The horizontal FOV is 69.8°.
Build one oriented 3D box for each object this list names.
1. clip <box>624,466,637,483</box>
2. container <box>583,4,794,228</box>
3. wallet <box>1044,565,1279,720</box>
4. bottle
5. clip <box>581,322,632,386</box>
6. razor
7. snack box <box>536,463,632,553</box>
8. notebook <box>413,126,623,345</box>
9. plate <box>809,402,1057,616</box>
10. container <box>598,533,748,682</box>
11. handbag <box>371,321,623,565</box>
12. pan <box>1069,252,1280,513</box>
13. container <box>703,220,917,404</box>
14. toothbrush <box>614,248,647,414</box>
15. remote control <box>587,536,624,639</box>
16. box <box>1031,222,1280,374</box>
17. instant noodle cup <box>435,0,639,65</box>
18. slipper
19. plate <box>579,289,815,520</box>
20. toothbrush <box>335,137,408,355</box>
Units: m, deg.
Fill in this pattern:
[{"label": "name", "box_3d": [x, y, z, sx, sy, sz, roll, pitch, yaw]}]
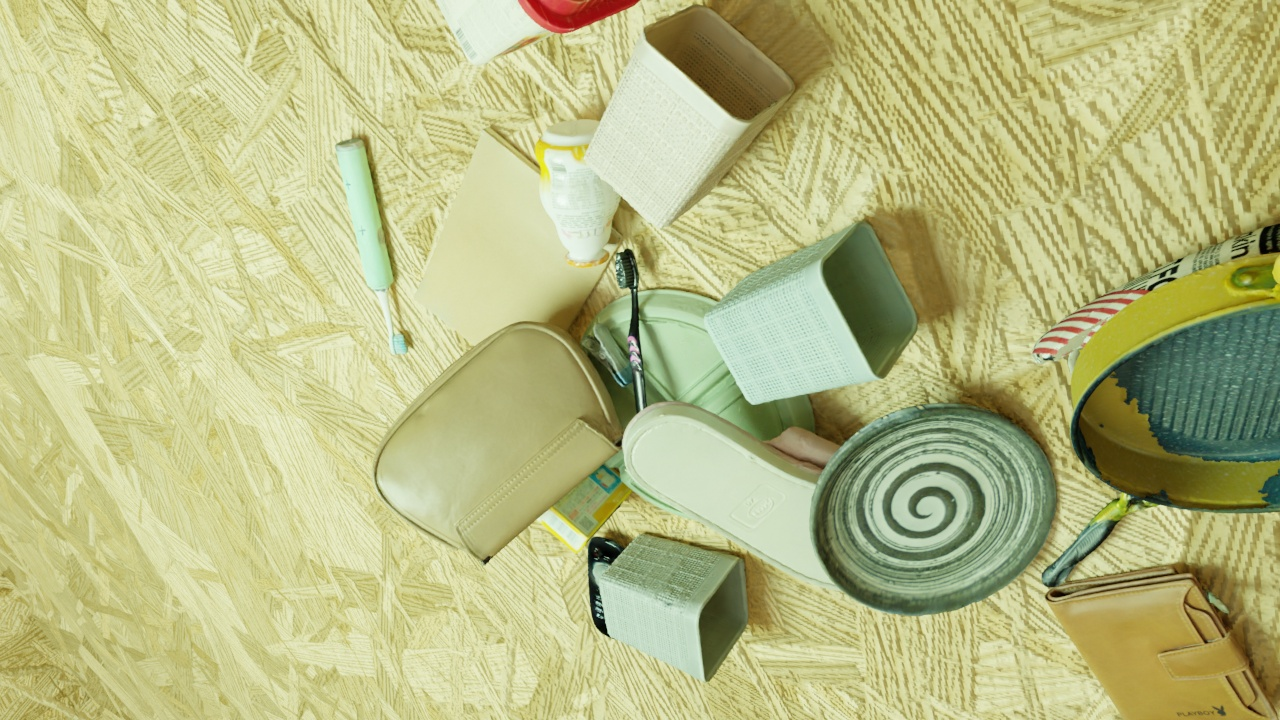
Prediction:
[{"label": "clip", "box_3d": [0.029, 0.100, 0.785, 0.098, 0.035, 0.099, -7, 121, 31]}, {"label": "container", "box_3d": [0.027, -0.161, 0.623, 0.090, 0.090, 0.111, 42, 135, 4]}, {"label": "wallet", "box_3d": [0.380, 0.209, 0.661, 0.119, 0.035, 0.130, -26, 102, 47]}, {"label": "bottle", "box_3d": [-0.046, -0.127, 0.708, 0.063, 0.063, 0.108, 13, 124, 27]}, {"label": "clip", "box_3d": [-0.023, -0.005, 0.761, 0.057, 0.024, 0.028, 51, 129, 5]}, {"label": "razor", "box_3d": [0.326, 0.118, 0.645, 0.042, 0.022, 0.143, 3, 137, -20]}, {"label": "snack box", "box_3d": [-0.084, 0.105, 0.863, 0.140, 0.086, 0.034, 41, 132, 5]}, {"label": "notebook", "box_3d": [-0.116, -0.080, 0.820, 0.149, 0.012, 0.212, 39, 132, 5]}, {"label": "plate", "box_3d": [0.211, 0.108, 0.673, 0.179, 0.024, 0.180, 0, 114, -1]}, {"label": "container", "box_3d": [0.030, 0.226, 0.864, 0.114, 0.090, 0.090, 11, 123, 31]}, {"label": "handbag", "box_3d": [-0.118, 0.066, 0.779, 0.204, 0.099, 0.148, -40, 90, 4]}, {"label": "pan", "box_3d": [0.311, -0.015, 0.436, 0.198, 0.078, 0.357, -6, 140, 22]}, {"label": "container", "box_3d": [0.117, -0.028, 0.648, 0.112, 0.089, 0.090, -21, 105, 43]}, {"label": "toothbrush", "box_3d": [-0.004, 0.004, 0.742, 0.014, 0.017, 0.189, 1, 99, 44]}, {"label": "remote control", "box_3d": [-0.029, 0.233, 0.948, 0.053, 0.024, 0.137, 17, 125, 26]}, {"label": "box", "box_3d": [0.318, -0.017, 0.526, 0.162, 0.075, 0.085, -35, 91, 40]}, {"label": "instant noodle cup", "box_3d": [-0.076, -0.266, 0.616, 0.124, 0.116, 0.116, -14, 109, 50]}, {"label": "slipper", "box_3d": [0.112, 0.103, 0.721, 0.274, 0.054, 0.114, 25, 122, -12]}, {"label": "plate", "box_3d": [0.037, 0.047, 0.788, 0.230, 0.027, 0.231, 17, 127, 25]}, {"label": "toothbrush", "box_3d": [-0.258, -0.103, 0.888, 0.027, 0.026, 0.225, 1, 120, 8]}]
